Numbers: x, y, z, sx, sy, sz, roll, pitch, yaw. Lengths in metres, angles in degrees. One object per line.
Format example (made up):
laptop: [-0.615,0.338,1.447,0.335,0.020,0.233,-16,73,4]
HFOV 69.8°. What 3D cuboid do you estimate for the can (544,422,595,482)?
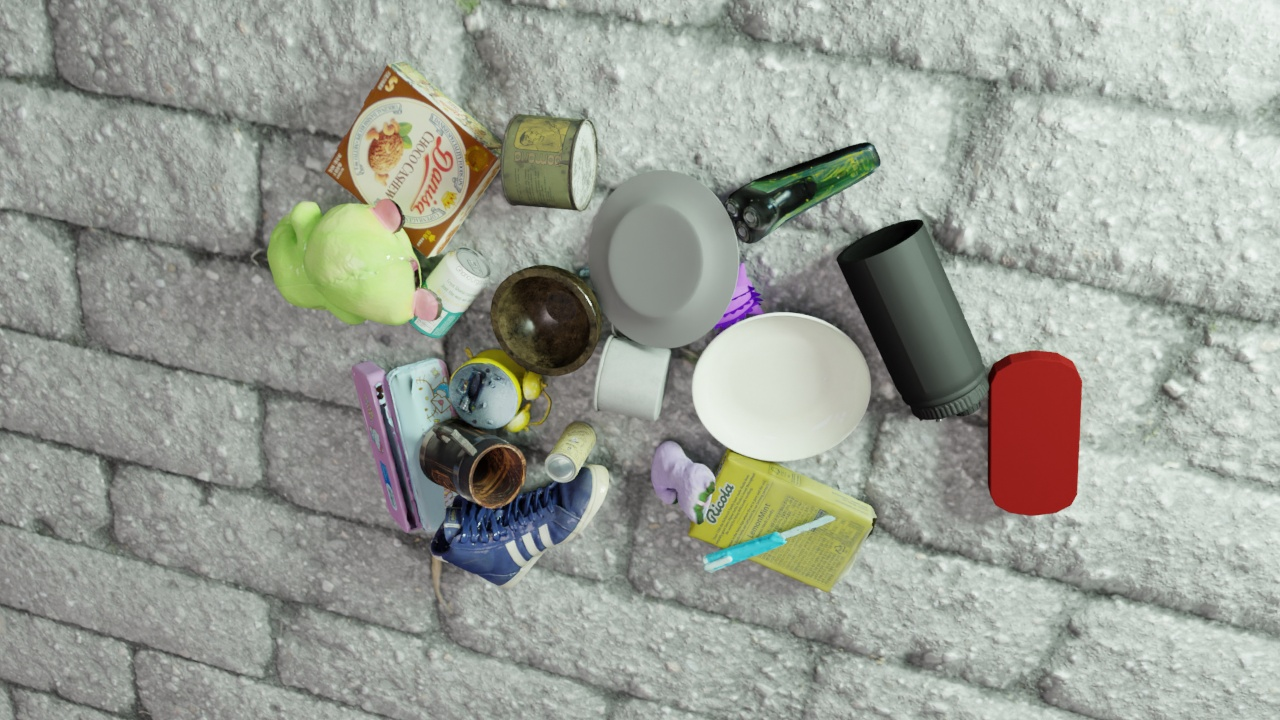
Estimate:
can: [-0.078,0.102,1.034,0.038,0.079,0.038,5,114,12]

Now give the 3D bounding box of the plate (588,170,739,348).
plate: [0.017,-0.100,0.921,0.179,0.012,0.178,6,101,33]

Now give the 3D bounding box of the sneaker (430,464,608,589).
sneaker: [-0.151,0.174,1.061,0.118,0.091,0.234,27,129,-25]

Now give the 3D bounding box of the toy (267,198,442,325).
toy: [-0.316,-0.100,0.976,0.197,0.107,0.150,3,118,42]

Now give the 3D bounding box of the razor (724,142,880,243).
razor: [0.156,-0.162,0.872,0.151,0.067,0.054,-23,107,13]

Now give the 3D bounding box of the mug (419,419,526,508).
mug: [-0.199,0.106,1.032,0.107,0.079,0.116,15,150,48]

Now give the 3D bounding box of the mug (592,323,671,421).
mug: [-0.006,0.006,0.981,0.070,0.084,0.113,12,83,6]

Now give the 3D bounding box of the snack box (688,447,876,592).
snack box: [0.159,0.178,1.027,0.181,0.045,0.121,23,119,2]

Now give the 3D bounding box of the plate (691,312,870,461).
plate: [0.145,0.024,0.957,0.182,0.034,0.183,3,122,5]

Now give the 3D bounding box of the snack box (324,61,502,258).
snack box: [-0.234,-0.208,0.962,0.147,0.041,0.143,40,116,-5]

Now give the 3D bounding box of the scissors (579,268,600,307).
scissors: [-0.005,-0.107,0.966,0.140,0.013,0.118,0,113,16]

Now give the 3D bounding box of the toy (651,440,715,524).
toy: [0.047,0.138,1.021,0.100,0.036,0.080,42,130,44]

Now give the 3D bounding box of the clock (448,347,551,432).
clock: [-0.158,0.037,1.039,0.119,0.057,0.083,27,116,2]

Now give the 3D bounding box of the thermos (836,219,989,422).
thermos: [0.270,-0.028,0.887,0.086,0.086,0.198,-23,105,22]

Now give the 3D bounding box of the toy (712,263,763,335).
toy: [0.079,-0.058,0.938,0.088,0.055,0.106,-22,131,8]

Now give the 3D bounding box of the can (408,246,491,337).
can: [-0.211,-0.074,1.006,0.055,0.054,0.102,43,116,-6]

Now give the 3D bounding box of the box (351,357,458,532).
box: [-0.270,0.096,1.110,0.090,0.091,0.214,22,126,53]

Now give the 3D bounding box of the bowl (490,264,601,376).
bowl: [-0.094,-0.050,0.985,0.121,0.056,0.121,8,116,16]

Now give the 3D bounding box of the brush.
brush: [0.393,0.071,0.922,0.082,0.041,0.173,-2,112,15]

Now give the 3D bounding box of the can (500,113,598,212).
can: [-0.089,-0.195,0.905,0.075,0.089,0.090,8,114,12]

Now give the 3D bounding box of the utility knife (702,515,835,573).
utility knife: [0.139,0.202,1.005,0.167,0.015,0.022,-25,108,26]
